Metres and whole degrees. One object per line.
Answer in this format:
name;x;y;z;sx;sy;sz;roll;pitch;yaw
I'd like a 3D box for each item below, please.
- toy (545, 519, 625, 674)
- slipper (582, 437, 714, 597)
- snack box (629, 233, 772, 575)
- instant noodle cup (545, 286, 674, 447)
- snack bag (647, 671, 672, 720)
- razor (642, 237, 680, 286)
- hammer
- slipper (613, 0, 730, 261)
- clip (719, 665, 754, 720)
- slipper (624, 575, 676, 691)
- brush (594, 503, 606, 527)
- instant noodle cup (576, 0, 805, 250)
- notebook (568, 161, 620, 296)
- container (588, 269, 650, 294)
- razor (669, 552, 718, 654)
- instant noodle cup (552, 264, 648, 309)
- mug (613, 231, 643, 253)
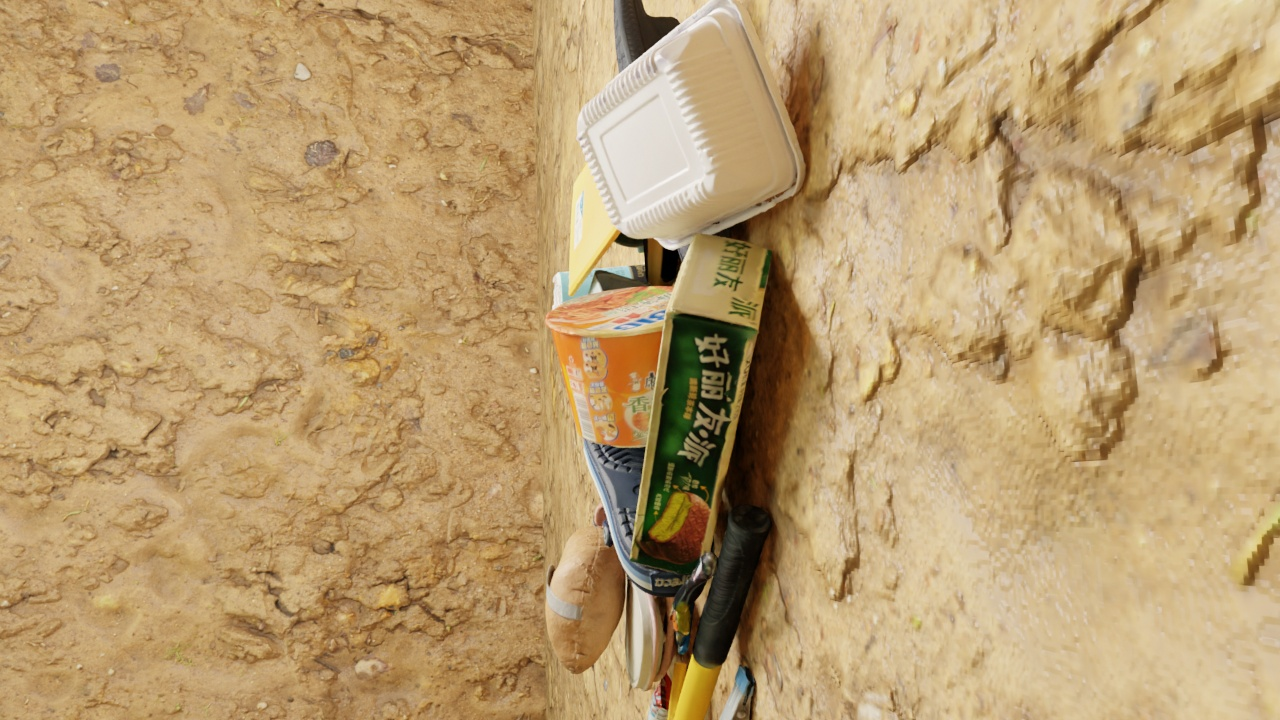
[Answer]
toy;-0.056;0.245;0.985;0.226;0.082;0.143;86;-162;-84
slipper;0.012;0.133;0.848;0.252;0.105;0.095;-115;21;-61
snack box;0.042;0.038;0.682;0.114;0.063;0.241;-70;-10;-54
instant noodle cup;-0.005;0.005;0.826;0.151;0.151;0.111;-121;24;-70
snack bag;0.023;0.380;0.996;0.048;0.026;0.104;-84;3;-47
razor;0.026;-0.134;0.903;0.067;0.062;0.168;45;151;29
hammer;0.055;0.235;0.740;0.128;0.033;0.301;-79;0;-56
slipper;0.044;-0.181;0.748;0.110;0.083;0.268;-155;47;-85
clip;0.080;0.269;0.718;0.024;0.028;0.057;-134;53;-72
slipper;0.012;0.268;0.963;0.274;0.054;0.114;131;140;-85
brush;-0.024;0.193;1.076;0.073;0.063;0.146;53;159;21
instant noodle cup;0.021;-0.151;0.637;0.174;0.060;0.138;-15;99;59
notebook;-0.033;-0.172;0.904;0.207;0.010;0.145;135;141;-56
container;-0.020;-0.020;0.952;0.090;0.090;0.112;-110;39;-62
razor;0.038;0.179;0.694;0.143;0.022;0.042;101;179;-54
instant noodle cup;-0.038;-0.060;1.037;0.111;0.120;0.111;179;91;-80
mug;-0.008;-0.176;1.000;0.106;0.082;0.112;-104;0;-48
